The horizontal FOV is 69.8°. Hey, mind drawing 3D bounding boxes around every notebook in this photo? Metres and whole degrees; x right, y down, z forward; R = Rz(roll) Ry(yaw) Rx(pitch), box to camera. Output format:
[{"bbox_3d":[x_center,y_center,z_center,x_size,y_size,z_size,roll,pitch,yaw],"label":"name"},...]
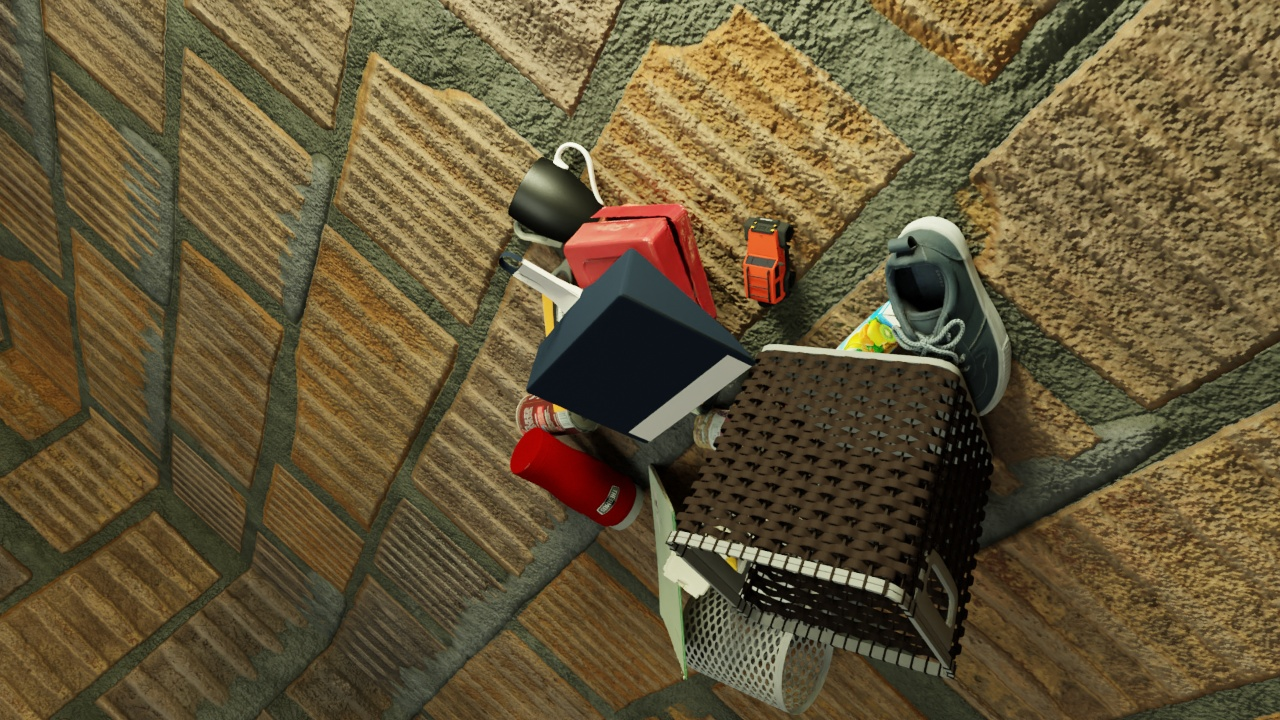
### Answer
[{"bbox_3d":[0.040,0.300,1.324,0.182,0.010,0.253,-124,28,-72],"label":"notebook"}]

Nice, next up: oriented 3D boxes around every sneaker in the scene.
[{"bbox_3d":[0.302,-0.029,0.915,0.089,0.087,0.236,-6,120,43],"label":"sneaker"}]

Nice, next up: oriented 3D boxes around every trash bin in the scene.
[{"bbox_3d":[0.168,0.413,1.356,0.184,0.156,0.156,9,129,38],"label":"trash bin"}]

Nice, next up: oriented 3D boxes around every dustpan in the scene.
[{"bbox_3d":[-0.044,-0.032,1.042,0.273,0.080,0.237,25,142,-20],"label":"dustpan"}]

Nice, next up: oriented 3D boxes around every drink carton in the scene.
[{"bbox_3d":[0.248,-0.013,1.012,0.044,0.038,0.129,41,140,4],"label":"drink carton"}]

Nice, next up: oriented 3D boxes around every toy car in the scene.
[{"bbox_3d":[0.139,-0.108,1.012,0.051,0.048,0.100,15,132,30],"label":"toy car"}]

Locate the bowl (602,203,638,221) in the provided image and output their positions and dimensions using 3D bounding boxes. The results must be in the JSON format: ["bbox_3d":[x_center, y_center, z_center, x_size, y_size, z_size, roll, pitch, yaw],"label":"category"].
[{"bbox_3d":[0.015,-0.135,1.095,0.130,0.045,0.131,22,135,23],"label":"bowl"}]

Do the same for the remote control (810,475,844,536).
[{"bbox_3d":[0.248,0.192,1.202,0.047,0.022,0.150,17,135,28],"label":"remote control"}]

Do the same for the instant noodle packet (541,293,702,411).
[{"bbox_3d":[-0.027,-0.018,1.172,0.221,0.032,0.160,-4,92,29],"label":"instant noodle packet"}]

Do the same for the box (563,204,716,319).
[{"bbox_3d":[0.004,-0.091,1.043,0.129,0.087,0.158,0,124,33],"label":"box"}]

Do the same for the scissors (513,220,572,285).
[{"bbox_3d":[-0.102,-0.142,1.211,0.171,0.012,0.158,31,139,15],"label":"scissors"}]

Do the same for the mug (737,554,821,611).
[{"bbox_3d":[0.185,0.301,1.269,0.090,0.121,0.091,4,107,37],"label":"mug"}]

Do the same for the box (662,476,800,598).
[{"bbox_3d":[0.133,0.220,1.185,0.143,0.186,0.105,29,142,7],"label":"box"}]

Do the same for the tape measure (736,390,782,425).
[{"bbox_3d":[0.148,0.053,1.136,0.058,0.058,0.038,-18,116,4],"label":"tape measure"}]

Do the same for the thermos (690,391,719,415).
[{"bbox_3d":[-0.007,0.007,1.219,0.230,0.067,0.068,20,134,26],"label":"thermos"}]

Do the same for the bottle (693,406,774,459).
[{"bbox_3d":[0.127,0.095,1.191,0.105,0.056,0.056,9,129,34],"label":"bottle"}]

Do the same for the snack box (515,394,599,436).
[{"bbox_3d":[-0.121,0.079,1.371,0.122,0.072,0.072,-11,116,43],"label":"snack box"}]

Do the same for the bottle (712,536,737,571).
[{"bbox_3d":[0.114,0.266,1.289,0.043,0.143,0.043,1,104,5],"label":"bottle"}]

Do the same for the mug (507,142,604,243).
[{"bbox_3d":[-0.089,-0.200,1.110,0.100,0.084,0.119,31,110,-2],"label":"mug"}]

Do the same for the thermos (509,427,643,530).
[{"bbox_3d":[-0.097,0.175,1.380,0.198,0.084,0.108,34,179,-27],"label":"thermos"}]

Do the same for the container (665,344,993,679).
[{"bbox_3d":[0.217,0.150,0.967,0.246,0.243,0.247,6,151,36],"label":"container"}]
